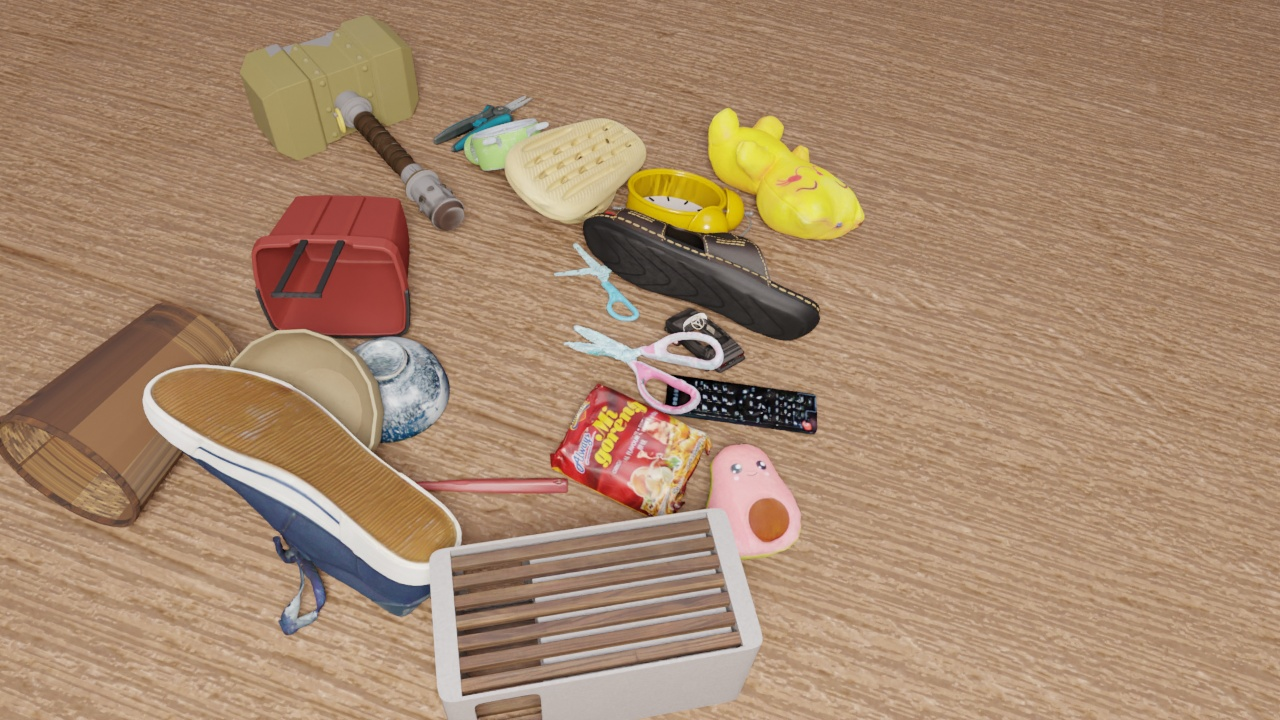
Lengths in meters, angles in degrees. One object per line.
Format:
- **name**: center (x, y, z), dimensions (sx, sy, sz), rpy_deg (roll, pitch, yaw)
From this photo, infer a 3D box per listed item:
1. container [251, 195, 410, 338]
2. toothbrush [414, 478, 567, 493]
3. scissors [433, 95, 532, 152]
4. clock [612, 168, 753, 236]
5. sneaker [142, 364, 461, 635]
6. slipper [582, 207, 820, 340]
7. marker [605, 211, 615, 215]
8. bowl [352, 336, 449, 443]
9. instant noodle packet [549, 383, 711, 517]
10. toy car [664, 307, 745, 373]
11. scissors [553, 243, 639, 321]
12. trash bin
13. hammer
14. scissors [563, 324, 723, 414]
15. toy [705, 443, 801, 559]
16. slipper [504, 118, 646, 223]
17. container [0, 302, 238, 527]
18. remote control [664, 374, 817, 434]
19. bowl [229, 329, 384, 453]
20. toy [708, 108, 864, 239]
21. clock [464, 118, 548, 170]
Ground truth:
- **container**: center (-0.303, -0.076, 0.906), dimensions (0.148, 0.127, 0.200), rpy_deg (1, 42, -3)
- **toothbrush**: center (-0.161, 0.112, 0.839), dimensions (0.190, 0.016, 0.016), rpy_deg (1, 52, -3)
- **scissors**: center (-0.193, -0.297, 1.155), dimensions (0.127, 0.019, 0.141), rpy_deg (-3, 45, 1)
- **clock**: center (0.052, -0.172, 1.045), dimensions (0.152, 0.052, 0.113), rpy_deg (22, 36, 15)
- **sneaker**: center (-0.293, 0.119, 0.764), dimensions (0.294, 0.127, 0.120), rpy_deg (34, 34, 6)
- **slipper**: center (0.066, -0.102, 0.963), dimensions (0.268, 0.113, 0.075), rpy_deg (23, 66, 7)
- **marker**: center (0.025, -0.145, 1.057), dimensions (0.142, 0.013, 0.012), rpy_deg (19, 53, 10)
- **bowl**: center (-0.243, 0.016, 0.881), dimensions (0.114, 0.061, 0.114), rpy_deg (3, 51, -3)
- **instant noodle packet**: center (-0.007, 0.085, 0.859), dimensions (0.135, 0.040, 0.098), rpy_deg (24, 61, 13)
- **toy car**: center (0.065, -0.023, 0.941), dimensions (0.040, 0.037, 0.092), rpy_deg (-28, 47, -23)
- **scissors**: center (-0.026, -0.088, 1.011), dimensions (0.135, 0.015, 0.133), rpy_deg (-9, 52, -4)
- **trash bin**: center (-0.038, 0.207, 0.710), dimensions (0.228, 0.115, 0.114), rpy_deg (-7, 53, -10)
- **hammer**: center (-0.301, -0.257, 1.065), dimensions (0.189, 0.101, 0.325), rpy_deg (-30, 60, -24)
- **scissors**: center (0.002, -0.014, 0.929), dimensions (0.179, 0.016, 0.102), rpy_deg (27, 68, 32)
- **toy**: center (0.095, 0.125, 0.825), dimensions (0.090, 0.051, 0.109), rpy_deg (-7, 52, -11)
- **slipper**: center (-0.079, -0.212, 1.059), dimensions (0.111, 0.079, 0.260), rpy_deg (39, 37, 3)
- **container**: center (-0.448, 0.040, 0.812), dimensions (0.132, 0.132, 0.166), rpy_deg (17, 47, 9)
- **remote control**: center (0.099, 0.046, 0.908), dimensions (0.150, 0.022, 0.047), rpy_deg (8, 51, 0)
- **bowl**: center (-0.298, 0.048, 0.827), dimensions (0.152, 0.050, 0.152), rpy_deg (0, 92, 10)
- **toy**: center (0.158, -0.208, 1.067), dimensions (0.134, 0.088, 0.194), rpy_deg (-9, 49, -48)
- **clock**: center (-0.160, -0.258, 1.095), dimensions (0.094, 0.042, 0.119), rpy_deg (-19, 22, -15)
